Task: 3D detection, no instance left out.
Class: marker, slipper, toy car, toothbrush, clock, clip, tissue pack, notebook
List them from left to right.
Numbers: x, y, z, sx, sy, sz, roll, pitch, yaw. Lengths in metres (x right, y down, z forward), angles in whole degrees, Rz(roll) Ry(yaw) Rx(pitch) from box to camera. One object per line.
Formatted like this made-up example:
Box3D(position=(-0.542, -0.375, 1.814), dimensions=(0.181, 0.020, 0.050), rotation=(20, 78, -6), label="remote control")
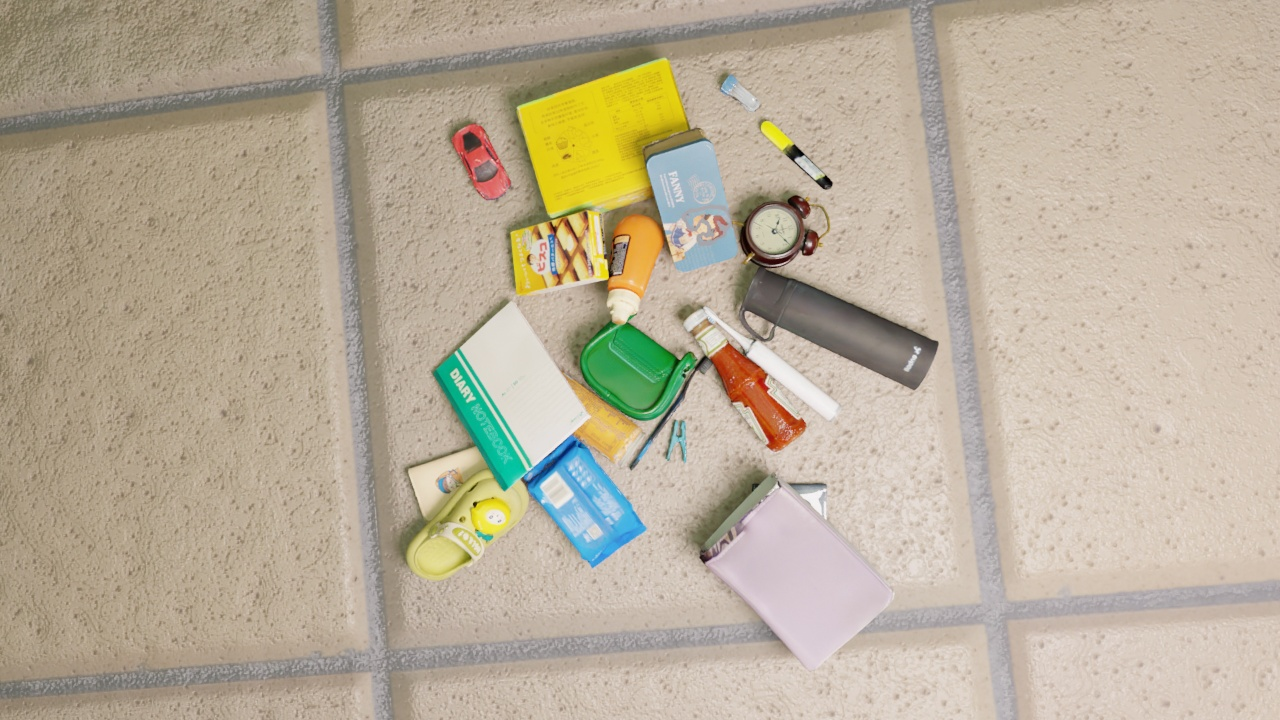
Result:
Box3D(position=(-0.221, 0.225, 1.179), dimensions=(0.191, 0.081, 0.091), rotation=(-42, 117, 8), label="slipper")
Box3D(position=(-0.214, -0.268, 1.240), dimensions=(0.049, 0.031, 0.106), rotation=(-27, 87, 4), label="toy car")
Box3D(position=(-0.170, 0.043, 1.182), dimensions=(0.150, 0.012, 0.209), rotation=(-42, 61, 9), label="notebook")
Box3D(position=(-0.072, 0.183, 1.189), dimensions=(0.095, 0.052, 0.157), rotation=(-40, 84, 4), label="tissue pack")
Box3D(position=(0.043, 0.068, 1.204), dimensions=(0.016, 0.014, 0.189), rotation=(34, 90, -10), label="toothbrush")
Box3D(position=(0.051, 0.106, 1.201), dimensions=(0.039, 0.013, 0.056), rotation=(7, 89, 5), label="clip")
Box3D(position=(0.134, -0.352, 1.217), dimensions=(0.058, 0.045, 0.027), rotation=(38, 89, 1), label="clip")
Box3D(position=(0.166, 0.001, 1.188), dimensions=(0.221, 0.026, 0.026), rotation=(39, 116, 6), label="toothbrush")
Box3D(position=(0.183, -0.167, 1.182), dimensions=(0.122, 0.055, 0.082), rotation=(-15, 85, 3), label="clock")
Box3D(position=(0.206, -0.269, 1.207), dimensions=(0.124, 0.015, 0.018), rotation=(44, 92, 3), label="marker")

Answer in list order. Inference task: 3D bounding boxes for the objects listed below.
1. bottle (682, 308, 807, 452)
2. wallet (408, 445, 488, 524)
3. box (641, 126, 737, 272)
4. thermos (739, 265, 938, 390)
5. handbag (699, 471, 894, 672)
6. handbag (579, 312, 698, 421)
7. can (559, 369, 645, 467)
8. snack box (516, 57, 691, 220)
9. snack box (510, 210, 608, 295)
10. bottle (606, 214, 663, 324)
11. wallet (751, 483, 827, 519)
Box3D(position=(0.129, 0.022, 1.172), dimensions=(0.060, 0.060, 0.206), rotation=(-39, 86, 2), label="bottle")
Box3D(position=(-0.243, 0.168, 1.222), dimensions=(0.115, 0.024, 0.087), rotation=(-19, 89, 1), label="wallet")
Box3D(position=(0.061, -0.204, 1.145), dimensions=(0.090, 0.059, 0.184), rotation=(-18, 128, 4), label="box")
Box3D(position=(0.246, -0.034, 1.168), dimensions=(0.242, 0.068, 0.090), rotation=(24, 106, 8), label="thermos")
Box3D(position=(0.187, 0.256, 1.122), dimensions=(0.197, 0.098, 0.145), rotation=(45, 92, 1), label="handbag")
Box3D(position=(-0.007, 0.007, 1.184), dimensions=(0.131, 0.068, 0.120), rotation=(36, 85, 7), label="handbag")
Box3D(position=(-0.067, 0.074, 1.192), dimensions=(0.146, 0.058, 0.058), rotation=(36, 90, 6), label="can")
Box3D(position=(-0.039, -0.284, 1.203), dimensions=(0.210, 0.070, 0.157), rotation=(-17, 86, 5), label="snack box")
Box3D(position=(-0.106, -0.137, 1.188), dimensions=(0.141, 0.033, 0.087), rotation=(-8, 86, 39), label="snack box")
Box3D(position=(-0.013, -0.113, 1.173), dimensions=(0.067, 0.067, 0.149), rotation=(10, 65, 6), label="bottle")
Box3D(position=(0.191, 0.218, 1.179), dimensions=(0.097, 0.019, 0.121), rotation=(0, 89, 5), label="wallet")
